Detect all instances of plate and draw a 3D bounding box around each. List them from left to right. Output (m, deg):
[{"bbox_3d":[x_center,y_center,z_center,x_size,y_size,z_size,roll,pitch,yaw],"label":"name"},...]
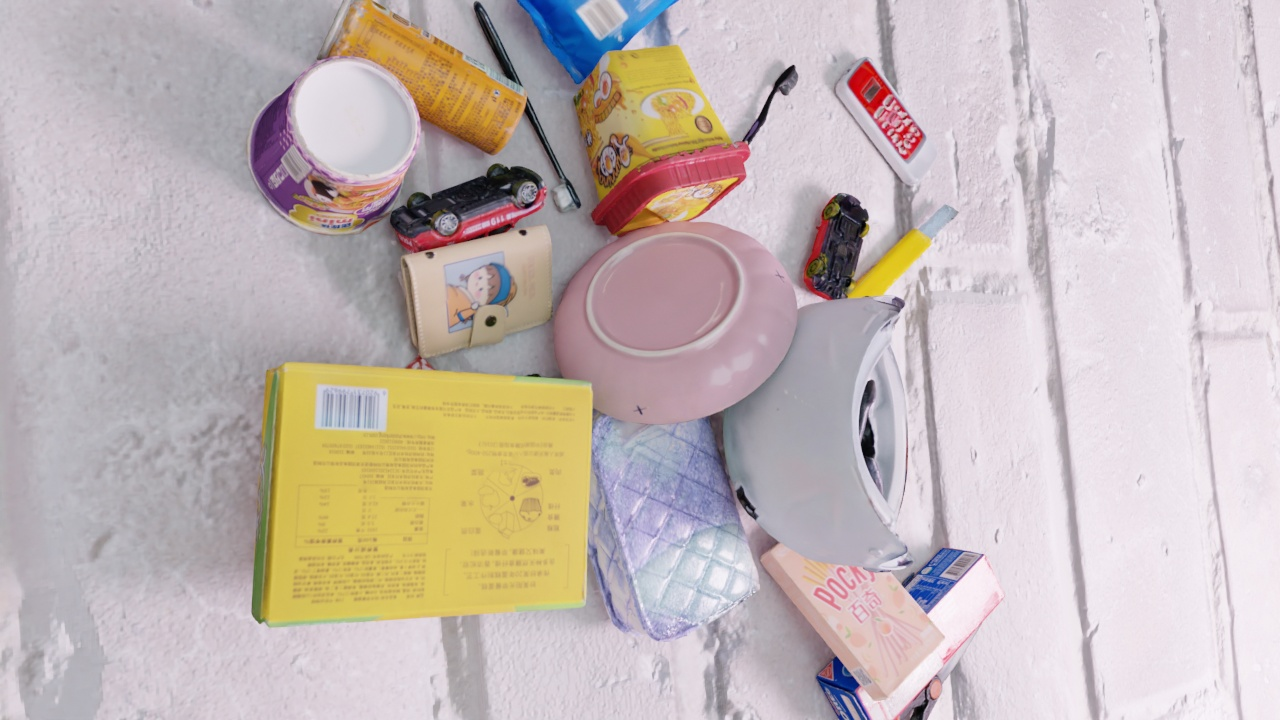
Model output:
[{"bbox_3d":[0.021,-0.041,0.700,0.192,0.192,0.039,-53,148,-22],"label":"plate"}]

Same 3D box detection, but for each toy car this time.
[{"bbox_3d":[-0.128,-0.112,0.695,0.120,0.053,0.045,-28,134,-23],"label":"toy car"},{"bbox_3d":[0.188,-0.109,0.880,0.049,0.031,0.106,25,75,-26],"label":"toy car"}]

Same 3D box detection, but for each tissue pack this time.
[{"bbox_3d":[-0.031,-0.309,0.766,0.156,0.052,0.095,-48,110,-24],"label":"tissue pack"}]

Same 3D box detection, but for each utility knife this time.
[{"bbox_3d":[0.260,-0.098,0.927,0.206,0.015,0.033,-41,104,-23],"label":"utility knife"}]

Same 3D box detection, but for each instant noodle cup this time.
[{"bbox_3d":[-0.204,-0.151,0.629,0.111,0.099,0.111,4,82,-30],"label":"instant noodle cup"},{"bbox_3d":[0.009,-0.181,0.749,0.115,0.116,0.123,-17,82,-29],"label":"instant noodle cup"}]

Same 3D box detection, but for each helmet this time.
[{"bbox_3d":[0.148,0.060,0.763,0.258,0.146,0.229,1,87,-72],"label":"helmet"}]

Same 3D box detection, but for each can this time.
[{"bbox_3d":[-0.159,-0.211,0.682,0.146,0.058,0.058,25,74,-25],"label":"can"}]

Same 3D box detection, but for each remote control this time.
[{"bbox_3d":[0.253,-0.243,0.936,0.136,0.020,0.055,47,65,-17],"label":"remote control"}]

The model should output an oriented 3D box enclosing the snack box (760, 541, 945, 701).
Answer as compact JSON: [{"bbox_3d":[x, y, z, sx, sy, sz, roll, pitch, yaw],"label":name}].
[{"bbox_3d":[0.188,0.212,0.817,0.084,0.026,0.157,-33,76,-28],"label":"snack box"}]

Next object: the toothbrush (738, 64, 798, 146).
[{"bbox_3d":[0.103,-0.207,0.854,0.017,0.014,0.188,45,66,-31],"label":"toothbrush"}]

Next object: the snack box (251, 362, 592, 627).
[{"bbox_3d":[-0.139,0.087,0.606,0.209,0.070,0.157,4,84,-29],"label":"snack box"}]

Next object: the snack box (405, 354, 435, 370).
[{"bbox_3d":[-0.158,0.077,0.663,0.113,0.044,0.126,48,65,-17],"label":"snack box"}]

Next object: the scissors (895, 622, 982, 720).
[{"bbox_3d":[0.279,0.341,0.902,0.233,0.022,0.162,-15,99,-36],"label":"scissors"}]

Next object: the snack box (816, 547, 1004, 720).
[{"bbox_3d":[0.258,0.261,0.871,0.207,0.057,0.058,-34,104,-27],"label":"snack box"}]

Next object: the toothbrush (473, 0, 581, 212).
[{"bbox_3d":[-0.094,-0.204,0.742,0.018,0.016,0.181,-28,100,-19],"label":"toothbrush"}]

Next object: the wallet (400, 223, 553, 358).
[{"bbox_3d":[-0.120,-0.051,0.691,0.115,0.024,0.087,-19,123,-31],"label":"wallet"}]

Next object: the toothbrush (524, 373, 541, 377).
[{"bbox_3d":[-0.005,0.004,0.768,0.212,0.026,0.027,-11,56,-28],"label":"toothbrush"}]

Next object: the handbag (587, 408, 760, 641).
[{"bbox_3d":[0.016,0.116,0.741,0.134,0.076,0.194,-19,96,-34],"label":"handbag"}]
